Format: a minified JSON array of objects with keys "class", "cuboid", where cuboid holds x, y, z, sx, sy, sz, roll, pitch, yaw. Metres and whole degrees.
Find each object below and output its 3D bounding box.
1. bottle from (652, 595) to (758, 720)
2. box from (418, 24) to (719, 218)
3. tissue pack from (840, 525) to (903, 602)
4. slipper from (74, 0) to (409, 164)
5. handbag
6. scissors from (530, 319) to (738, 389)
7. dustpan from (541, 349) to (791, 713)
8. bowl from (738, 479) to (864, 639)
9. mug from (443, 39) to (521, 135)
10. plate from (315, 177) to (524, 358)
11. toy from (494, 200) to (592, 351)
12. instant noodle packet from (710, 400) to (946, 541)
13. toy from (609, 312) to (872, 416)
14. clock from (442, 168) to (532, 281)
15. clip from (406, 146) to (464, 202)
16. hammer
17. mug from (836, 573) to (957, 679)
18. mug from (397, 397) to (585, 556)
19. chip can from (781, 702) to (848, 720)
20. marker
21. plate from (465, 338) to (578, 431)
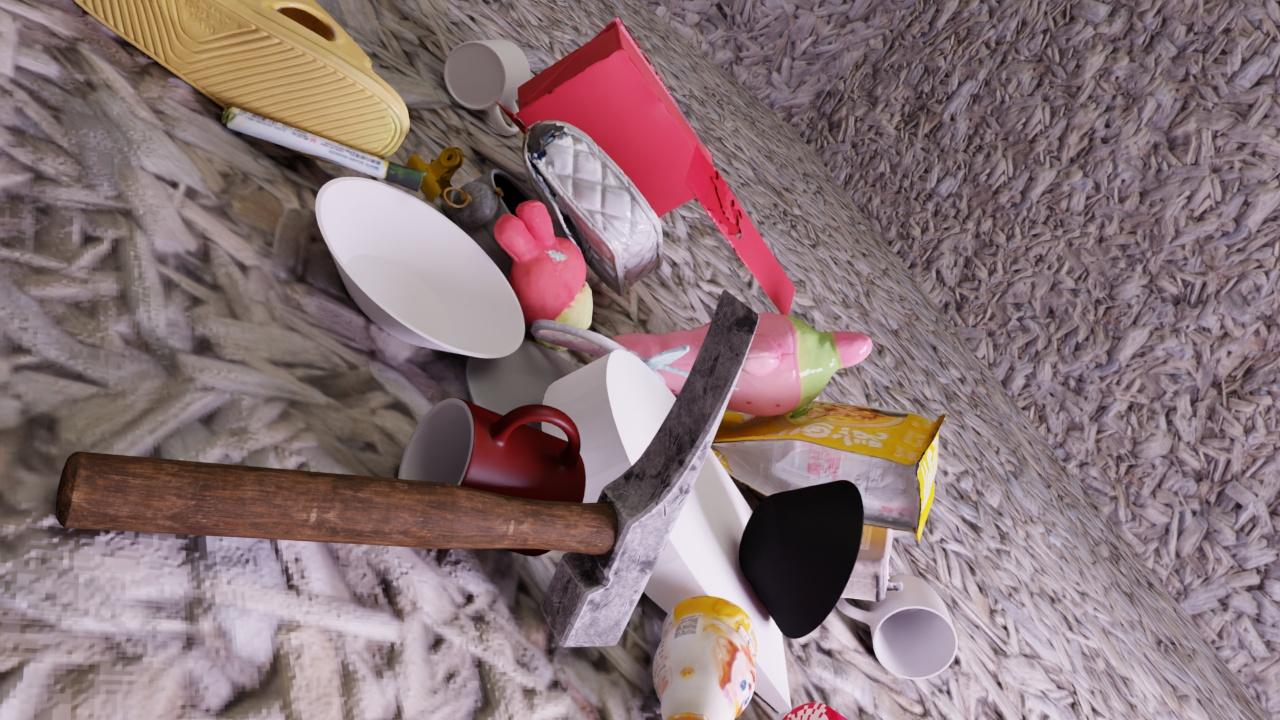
[{"class":"bottle","cuboid":[0.038,0.193,0.555,0.063,0.063,0.108,43,23,-7]},{"class":"box","cuboid":[-0.092,-0.282,1.072,0.375,0.148,0.213,32,-9,47]},{"class":"tissue pack","cuboid":[0.186,0.166,0.834,0.104,0.071,0.181,4,12,16]},{"class":"slipper","cuboid":[-0.287,-0.239,0.668,0.263,0.100,0.078,32,42,-20]},{"class":"handbag","cuboid":[-0.048,-0.134,0.860,0.139,0.072,0.195,48,-5,9]},{"class":"scissors","cuboid":[-0.012,0.000,0.740,0.175,0.013,0.171,22,-15,-15]},{"class":"dustpan","cuboid":[0.021,0.114,0.688,0.258,0.053,0.191,56,17,-23]},{"class":"bowl","cuboid":[0.108,0.136,0.678,0.052,0.124,0.123,24,26,-10]},{"class":"mug","cuboid":[-0.170,-0.316,1.069,0.090,0.074,0.110,-61,132,-67]},{"class":"plate","cuboid":[-0.164,-0.057,0.661,0.174,0.036,0.173,37,24,-20]},{"class":"toy","cuboid":[-0.079,-0.069,0.765,0.091,0.045,0.135,-60,137,-40]},{"class":"instant noodle packet","cuboid":[0.159,0.081,0.848,0.222,0.084,0.162,10,14,21]},{"class":"toy","cuboid":[0.084,0.003,0.840,0.192,0.236,0.096,110,-19,-76]},{"class":"clock","cuboid":[-0.126,-0.121,0.803,0.104,0.056,0.147,61,15,20]},{"class":"clip","cuboid":[-0.180,-0.170,0.829,0.046,0.048,0.054,-28,67,-20]},{"class":"hammer","cuboid":[-0.096,0.042,0.439,0.300,0.218,0.037,12,21,-34]},{"class":"mug","cuboid":[0.228,0.229,0.841,0.107,0.071,0.089,20,16,3]},{"class":"mug","cuboid":[-0.075,0.060,0.526,0.082,0.106,0.073,27,37,-39]},{"class":"chip can","cuboid":[0.180,0.307,0.603,0.220,0.069,0.069,38,24,-18]},{"class":"marker","cuboid":[-0.233,-0.157,0.681,0.146,0.017,0.017,17,31,-17]},{"class":"plate","cuboid":[-0.060,0.052,0.691,0.178,0.012,0.178,37,24,-20]}]
